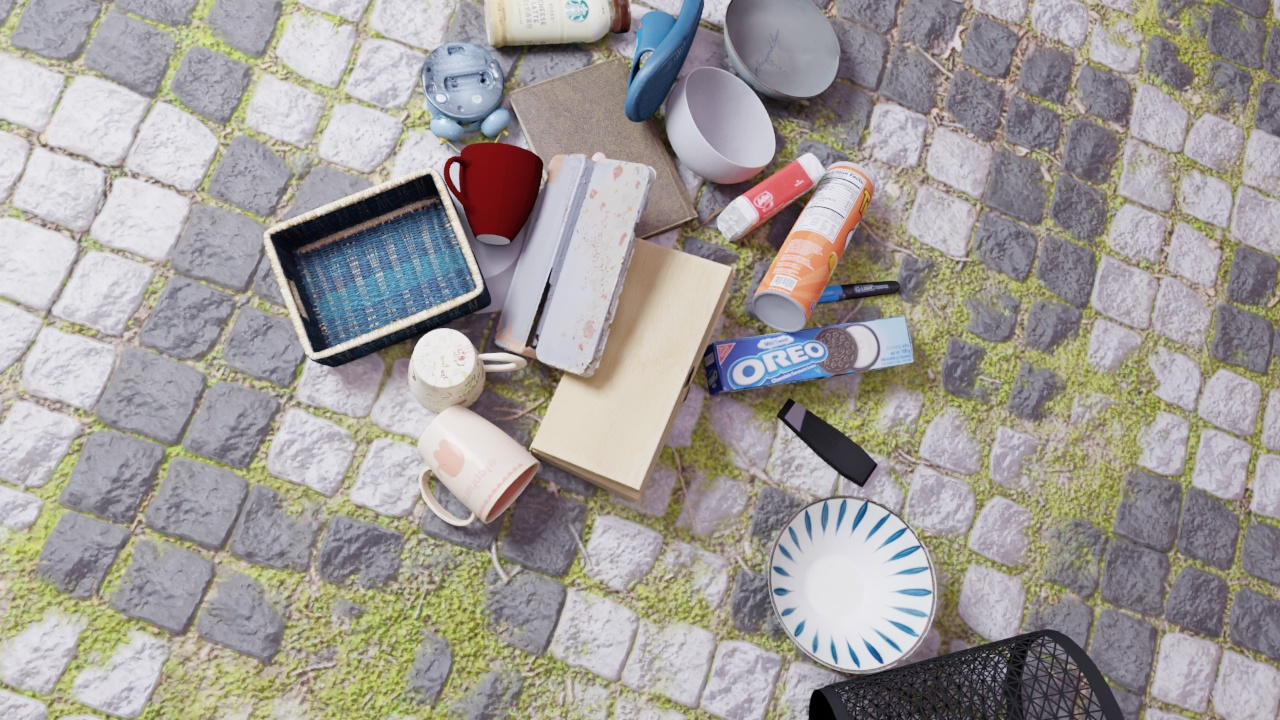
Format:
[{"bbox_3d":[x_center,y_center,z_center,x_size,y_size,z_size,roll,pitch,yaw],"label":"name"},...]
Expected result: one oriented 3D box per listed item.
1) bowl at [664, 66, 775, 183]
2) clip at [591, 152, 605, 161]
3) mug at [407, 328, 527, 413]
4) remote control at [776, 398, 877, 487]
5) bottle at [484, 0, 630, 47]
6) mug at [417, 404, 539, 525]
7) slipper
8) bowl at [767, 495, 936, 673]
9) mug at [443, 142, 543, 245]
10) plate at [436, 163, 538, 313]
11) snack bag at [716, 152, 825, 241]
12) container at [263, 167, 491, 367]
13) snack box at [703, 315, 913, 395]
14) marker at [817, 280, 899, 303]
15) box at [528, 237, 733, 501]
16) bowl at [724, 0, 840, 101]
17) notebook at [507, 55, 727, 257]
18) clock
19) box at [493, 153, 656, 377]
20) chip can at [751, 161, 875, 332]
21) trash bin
[{"bbox_3d":[0.082,-0.256,1.032,0.131,0.065,0.131,17,59,-31],"label":"bowl"},{"bbox_3d":[-0.039,-0.195,0.998,0.022,0.038,0.059,-17,84,-10],"label":"clip"},{"bbox_3d":[-0.176,0.007,0.928,0.122,0.097,0.081,0,79,-10],"label":"mug"},{"bbox_3d":[0.209,0.090,1.025,0.125,0.010,0.039,39,75,0],"label":"remote control"},{"bbox_3d":[-0.093,-0.389,1.041,0.162,0.057,0.056,-7,80,-11],"label":"bottle"},{"bbox_3d":[-0.175,0.111,0.924,0.104,0.085,0.112,41,104,9],"label":"mug"},{"bbox_3d":[0.020,-0.340,1.014,0.059,0.104,0.213,23,49,1],"label":"slipper"},{"bbox_3d":[0.211,0.235,0.961,0.177,0.071,0.177,2,70,-7],"label":"bowl"},{"bbox_3d":[-0.157,-0.170,0.943,0.114,0.087,0.088,16,75,-48],"label":"mug"},{"bbox_3d":[-0.180,-0.138,0.996,0.172,0.019,0.172,2,79,-10],"label":"plate"},{"bbox_3d":[0.146,-0.183,1.033,0.115,0.077,0.036,-34,89,-15],"label":"snack bag"},{"bbox_3d":[-0.263,-0.092,0.933,0.187,0.071,0.145,-22,84,-4],"label":"container"},{"bbox_3d":[0.186,-0.006,1.017,0.226,0.059,0.059,-7,84,-11],"label":"snack box"},{"bbox_3d":[0.244,-0.080,1.063,0.123,0.015,0.018,-7,80,-13],"label":"marker"},{"bbox_3d":[-0.008,0.004,0.947,0.140,0.123,0.248,27,75,-9],"label":"box"},{"bbox_3d":[0.156,-0.361,1.076,0.150,0.057,0.150,6,71,-18],"label":"bowl"},{"bbox_3d":[-0.024,-0.232,1.035,0.190,0.034,0.215,-22,84,-14],"label":"notebook"},{"bbox_3d":[-0.192,-0.285,1.007,0.088,0.052,0.124,-12,82,-14],"label":"clock"},{"bbox_3d":[-0.066,-0.099,0.929,0.058,0.154,0.216,18,90,-41],"label":"box"},{"bbox_3d":[0.194,-0.128,1.014,0.062,0.062,0.209,33,61,-2],"label":"chip can"},{"bbox_3d":[0.305,0.388,0.892,0.243,0.217,0.216,-6,80,-5],"label":"trash bin"}]
